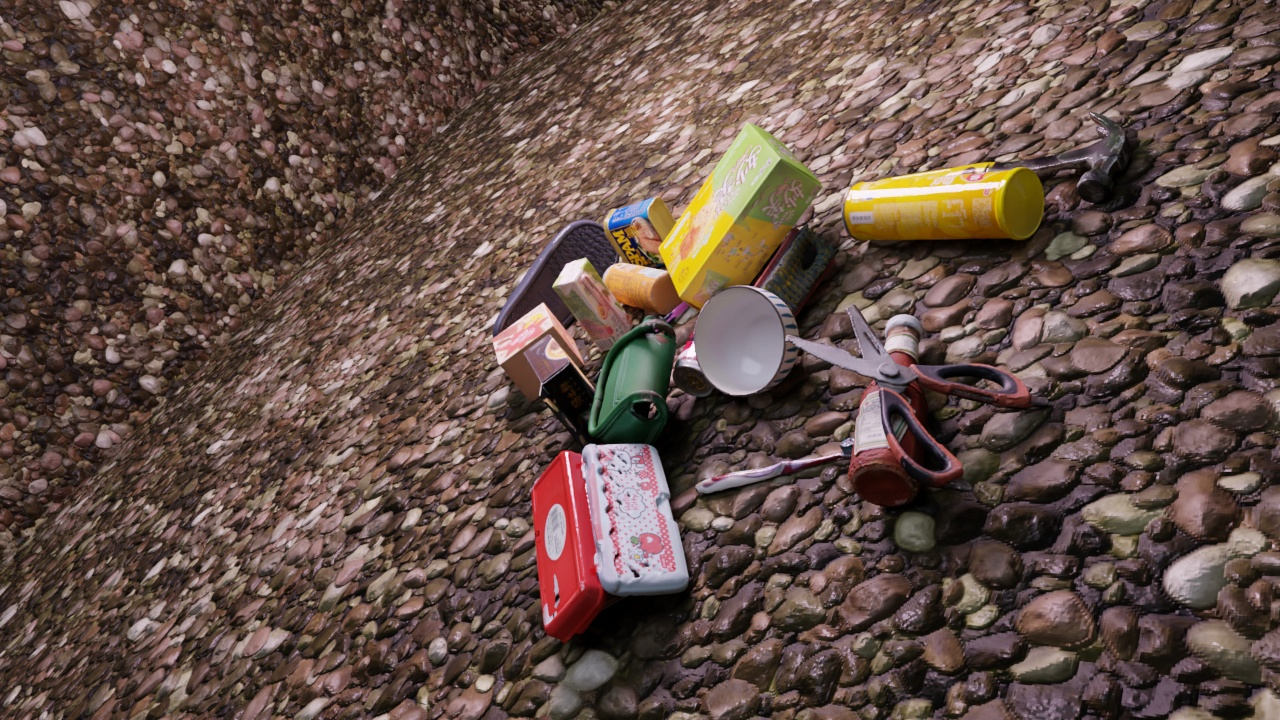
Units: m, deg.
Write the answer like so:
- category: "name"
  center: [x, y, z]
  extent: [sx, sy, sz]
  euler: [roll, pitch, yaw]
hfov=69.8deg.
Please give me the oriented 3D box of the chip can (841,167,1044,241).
- category: "chip can"
  center: [0.318, -0.164, 0.990]
  extent: [0.072, 0.072, 0.214]
  euler: [-49, 29, -21]

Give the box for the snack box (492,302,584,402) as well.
- category: "snack box"
  center: [-0.145, -0.013, 1.287]
  extent: [0.093, 0.077, 0.094]
  euler: [-35, 28, 3]

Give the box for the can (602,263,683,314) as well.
- category: "can"
  center: [0.004, -0.101, 1.272]
  extent: [0.058, 0.058, 0.146]
  euler: [-45, 28, -15]

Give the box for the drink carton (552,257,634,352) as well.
- category: "drink carton"
  center: [-0.061, -0.074, 1.237]
  extent: [0.046, 0.122, 0.053]
  euler: [-12, 36, 37]

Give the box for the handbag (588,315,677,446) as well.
- category: "handbag"
  center: [-0.004, 0.027, 1.011]
  extent: [0.120, 0.068, 0.131]
  euler: [122, 163, -49]

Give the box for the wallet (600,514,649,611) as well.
- category: "wallet"
  center: [-0.034, 0.197, 0.901]
  extent: [0.101, 0.020, 0.115]
  euler: [-31, 31, 10]

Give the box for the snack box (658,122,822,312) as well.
- category: "snack box"
  center: [0.117, -0.176, 1.148]
  extent: [0.210, 0.070, 0.157]
  euler: [-54, 24, 20]

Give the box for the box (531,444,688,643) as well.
- category: "box"
  center: [-0.040, 0.159, 0.881]
  extent: [0.154, 0.074, 0.201]
  euler: [-26, 36, 8]

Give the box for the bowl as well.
- category: "bowl"
  center: [0.121, -0.022, 0.980]
  extent: [0.117, 0.116, 0.066]
  euler: [-11, -4, 40]

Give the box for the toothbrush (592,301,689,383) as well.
- category: "toothbrush"
  center: [0.006, -0.028, 1.186]
  extent: [0.188, 0.014, 0.018]
  euler: [-41, 1, -25]

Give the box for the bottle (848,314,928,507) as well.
- category: "bottle"
  center: [0.223, 0.035, 0.805]
  extent: [0.060, 0.060, 0.205]
  euler: [-17, 33, 33]

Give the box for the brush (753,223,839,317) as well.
- category: "brush"
  center: [0.168, -0.085, 1.064]
  extent: [0.145, 0.063, 0.069]
  euler: [-53, 1, -26]

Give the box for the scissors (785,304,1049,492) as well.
- category: "scissors"
  center: [0.220, 0.024, 0.761]
  extent: [0.226, 0.015, 0.188]
  euler: [13, 46, 18]

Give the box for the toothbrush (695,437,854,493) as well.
- category: "toothbrush"
  center: [0.131, 0.099, 0.860]
  extent: [0.188, 0.017, 0.016]
  euler: [-18, 32, 31]

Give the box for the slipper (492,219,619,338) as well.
- category: "slipper"
  center: [-0.141, -0.110, 1.406]
  extent: [0.267, 0.110, 0.083]
  euler: [-53, 28, -21]

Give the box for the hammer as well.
- category: "hammer"
  center: [0.378, -0.209, 1.032]
  extent: [0.324, 0.032, 0.125]
  euler: [0, 45, 50]

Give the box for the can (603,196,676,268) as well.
- category: "can"
  center: [0.008, -0.184, 1.348]
  extent: [0.083, 0.102, 0.057]
  euler: [-12, 36, 37]

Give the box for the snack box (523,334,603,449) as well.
- category: "snack box"
  center: [-0.082, 0.042, 1.092]
  extent: [0.053, 0.113, 0.125]
  euler: [-38, 28, -3]

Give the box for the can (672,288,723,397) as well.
- category: "can"
  center: [0.084, -0.021, 1.060]
  extent: [0.053, 0.053, 0.132]
  euler: [-10, 38, 41]
